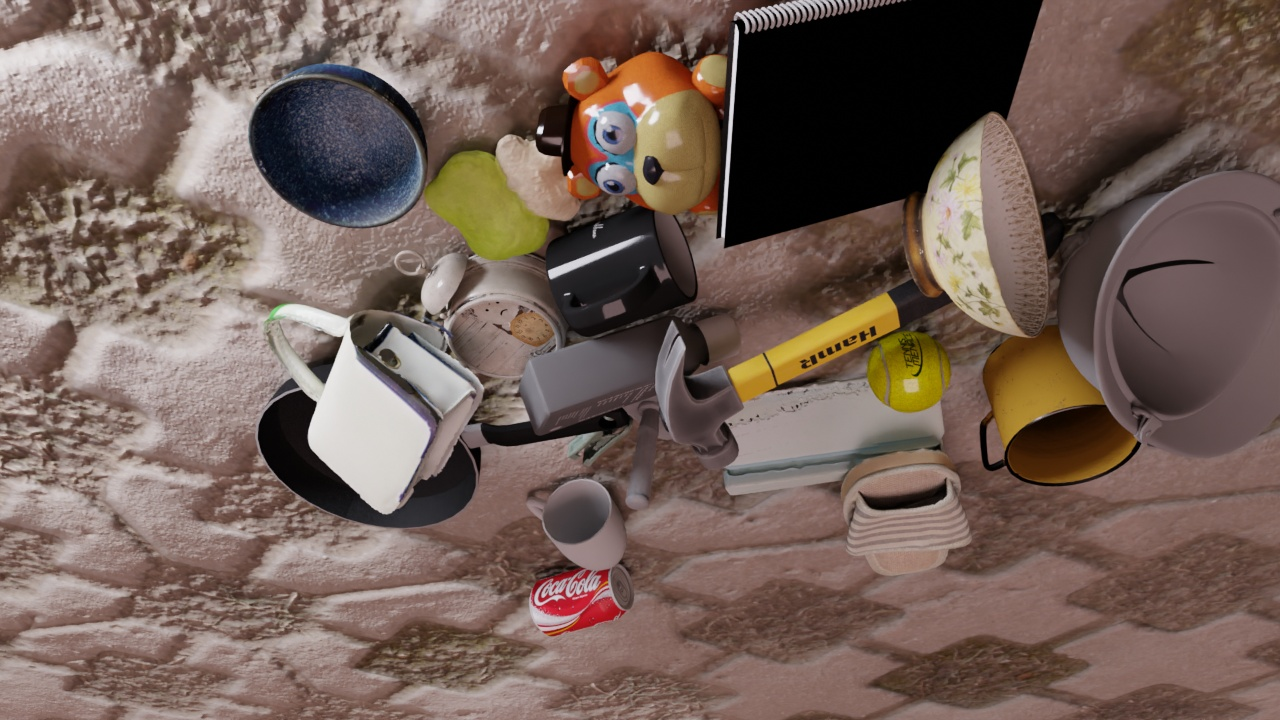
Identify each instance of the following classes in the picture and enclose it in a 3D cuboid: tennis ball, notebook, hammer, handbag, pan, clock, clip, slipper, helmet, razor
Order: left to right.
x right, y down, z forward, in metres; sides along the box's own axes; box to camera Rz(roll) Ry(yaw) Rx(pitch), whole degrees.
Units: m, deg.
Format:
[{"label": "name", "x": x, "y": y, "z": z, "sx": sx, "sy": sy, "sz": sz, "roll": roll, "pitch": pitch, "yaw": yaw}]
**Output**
[{"label": "handbag", "x": -0.216, "y": 0.015, "z": 0.716, "sx": 0.176, "sy": 0.073, "sz": 0.152, "roll": 39, "pitch": 133, "yaw": 4}, {"label": "pan", "x": -0.176, "y": 0.068, "z": 0.826, "sx": 0.356, "sy": 0.044, "sz": 0.204, "roll": -11, "pitch": 131, "yaw": 18}, {"label": "clock", "x": -0.122, "y": -0.039, "z": 0.719, "sx": 0.156, "sy": 0.061, "sz": 0.104, "roll": 31, "pitch": 129, "yaw": -27}, {"label": "clip", "x": -0.038, "y": 0.070, "z": 0.850, "sx": 0.042, "sy": 0.023, "sz": 0.076, "roll": 27, "pitch": 132, "yaw": -24}, {"label": "razor", "x": 0.005, "y": 0.075, "z": 0.785, "sx": 0.047, "sy": 0.116, "sz": 0.088, "roll": -26, "pitch": 128, "yaw": 34}, {"label": "hammer", "x": 0.159, "y": -0.027, "z": 0.681, "sx": 0.325, "sy": 0.034, "sz": 0.170, "roll": -26, "pitch": 143, "yaw": 5}, {"label": "notebook", "x": 0.145, "y": -0.156, "z": 0.562, "sx": 0.206, "sy": 0.016, "sz": 0.149, "roll": -17, "pitch": 137, "yaw": -15}, {"label": "slipper", "x": 0.251, "y": 0.158, "z": 0.867, "sx": 0.114, "sy": 0.054, "sz": 0.273, "roll": -6, "pitch": 149, "yaw": 12}, {"label": "tennis ball", "x": 0.217, "y": 0.009, "z": 0.744, "sx": 0.065, "sy": 0.065, "sz": 0.065, "roll": 2, "pitch": 135, "yaw": 1}, {"label": "helmet", "x": 0.369, "y": -0.043, "z": 0.658, "sx": 0.271, "sy": 0.117, "sz": 0.183, "roll": 27, "pitch": 100, "yaw": -34}]

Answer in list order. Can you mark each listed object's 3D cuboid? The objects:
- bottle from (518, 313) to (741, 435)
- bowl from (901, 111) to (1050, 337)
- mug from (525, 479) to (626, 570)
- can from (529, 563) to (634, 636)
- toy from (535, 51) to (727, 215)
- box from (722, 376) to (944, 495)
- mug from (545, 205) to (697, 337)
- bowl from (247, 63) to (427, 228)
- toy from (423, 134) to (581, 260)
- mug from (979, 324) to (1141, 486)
[{"label": "bottle", "x": -0.004, "y": 0.004, "z": 0.722, "sx": 0.173, "sy": 0.046, "sz": 0.084, "roll": -18, "pitch": 169, "yaw": -16}, {"label": "bowl", "x": 0.213, "y": -0.081, "z": 0.594, "sx": 0.063, "sy": 0.144, "sz": 0.145, "roll": -10, "pitch": 136, "yaw": 37}, {"label": "mug", "x": -0.065, "y": 0.167, "z": 0.925, "sx": 0.107, "sy": 0.071, "sz": 0.089, "roll": 14, "pitch": 150, "yaw": 28}, {"label": "can", "x": -0.065, "y": 0.262, "z": 1.010, "sx": 0.105, "sy": 0.064, "sz": 0.064, "roll": -21, "pitch": 130, "yaw": 22}, {"label": "toy", "x": 0.021, "y": -0.146, "z": 0.593, "sx": 0.176, "sy": 0.096, "sz": 0.112, "roll": 8, "pitch": 135, "yaw": 10}, {"label": "box", "x": 0.169, "y": 0.071, "z": 0.828, "sx": 0.197, "sy": 0.074, "sz": 0.126, "roll": -9, "pitch": 114, "yaw": 8}, {"label": "mug", "x": -0.016, "y": -0.058, "z": 0.658, "sx": 0.088, "sy": 0.113, "sz": 0.078, "roll": -18, "pitch": 113, "yaw": 20}, {"label": "bowl", "x": -0.195, "y": -0.152, "z": 0.612, "sx": 0.114, "sy": 0.060, "sz": 0.115, "roll": 1, "pitch": 136, "yaw": 1}, {"label": "toy", "x": -0.088, "y": -0.120, "z": 0.650, "sx": 0.118, "sy": 0.043, "sz": 0.092, "roll": -28, "pitch": 123, "yaw": 23}, {"label": "mug", "x": 0.328, "y": 0.040, "z": 0.749, "sx": 0.100, "sy": 0.094, "sz": 0.124, "roll": 30, "pitch": 130, "yaw": -26}]
